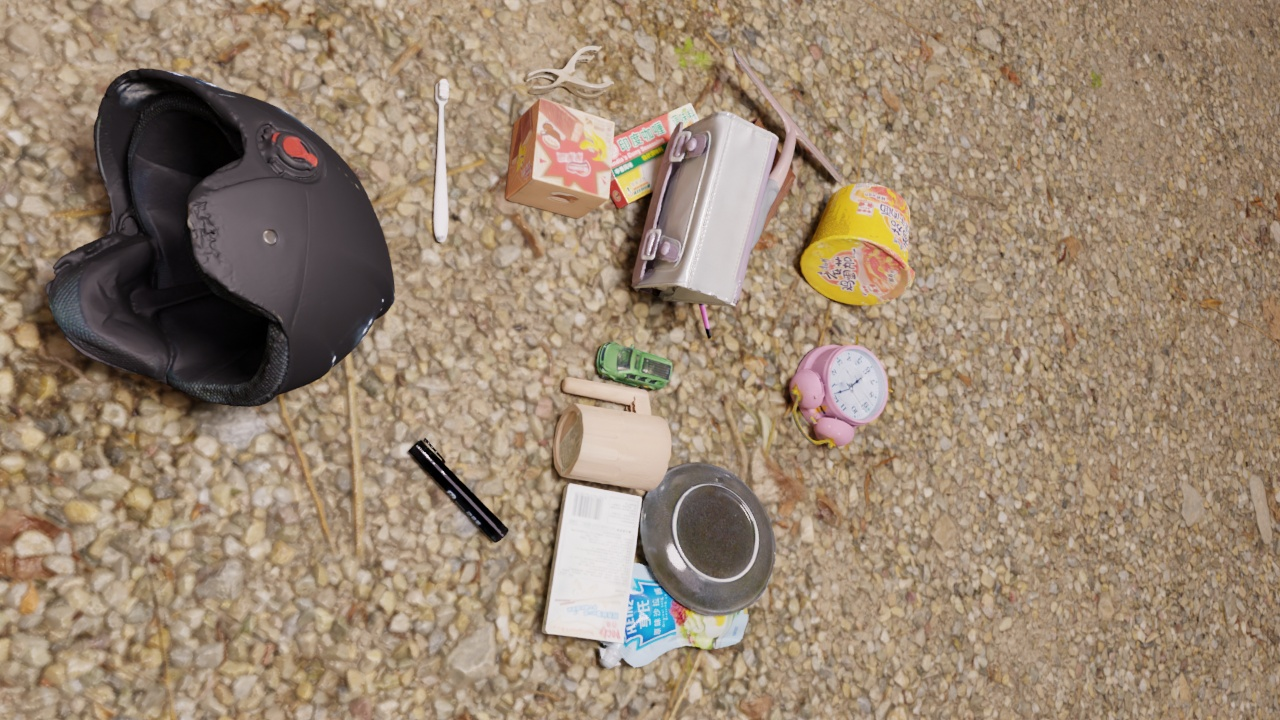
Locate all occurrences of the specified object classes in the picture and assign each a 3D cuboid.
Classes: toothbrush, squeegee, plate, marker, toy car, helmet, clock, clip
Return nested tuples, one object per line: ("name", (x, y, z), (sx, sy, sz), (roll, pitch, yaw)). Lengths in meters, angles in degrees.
("toothbrush", (-0.211, -0.214, 0.977), (0.016, 0.016, 0.180), (3, 80, -27))
("squeegee", (0.162, -0.221, 1.139), (0.247, 0.040, 0.249), (40, 61, -31))
("plate", (0.083, 0.198, 1.046), (0.179, 0.024, 0.179), (12, 60, -22))
("marker", (-0.183, 0.132, 0.931), (0.022, 0.020, 0.132), (-43, 103, -13))
("toy car", (-0.006, 0.006, 1.048), (0.091, 0.036, 0.043), (14, 76, -24))
("helmet", (-0.334, -0.100, 0.764), (0.229, 0.234, 0.274), (-22, 96, -58))
("clock", (0.249, 0.044, 1.174), (0.158, 0.060, 0.117), (-37, 100, -28))
("toothbrush", (0.059, -0.116, 1.108), (0.017, 0.014, 0.189), (-9, 79, -21))
("clip", (-0.083, -0.341, 1.066), (0.103, 0.035, 0.092), (6, 82, -21))

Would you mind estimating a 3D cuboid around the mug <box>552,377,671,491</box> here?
("mug", (-0.034, 0.077, 1.000), (0.103, 0.084, 0.124), (12, 51, -27))

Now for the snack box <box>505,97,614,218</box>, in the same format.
("snack box", (-0.088, -0.221, 1.014), (0.092, 0.077, 0.094), (11, 76, -29))

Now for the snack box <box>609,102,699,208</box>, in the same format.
("snack box", (0.018, -0.248, 1.110), (0.155, 0.027, 0.077), (-33, 99, -30))

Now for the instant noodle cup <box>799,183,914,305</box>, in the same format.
("instant noodle cup", (0.288, -0.155, 1.195), (0.138, 0.138, 0.109), (33, 59, -21))

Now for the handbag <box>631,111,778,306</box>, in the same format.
("handbag", (0.062, -0.167, 1.035), (0.098, 0.145, 0.197), (17, 85, -25))

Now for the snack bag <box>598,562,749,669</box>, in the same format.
("snack bag", (0.029, 0.275, 1.021), (0.190, 0.039, 0.110), (-2, 86, -28))

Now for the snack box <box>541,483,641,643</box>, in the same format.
("snack box", (-0.050, 0.215, 0.974), (0.084, 0.027, 0.156), (12, 72, -14))

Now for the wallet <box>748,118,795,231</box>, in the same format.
("wallet", (0.146, -0.234, 1.172), (0.101, 0.032, 0.124), (48, 57, -24))
